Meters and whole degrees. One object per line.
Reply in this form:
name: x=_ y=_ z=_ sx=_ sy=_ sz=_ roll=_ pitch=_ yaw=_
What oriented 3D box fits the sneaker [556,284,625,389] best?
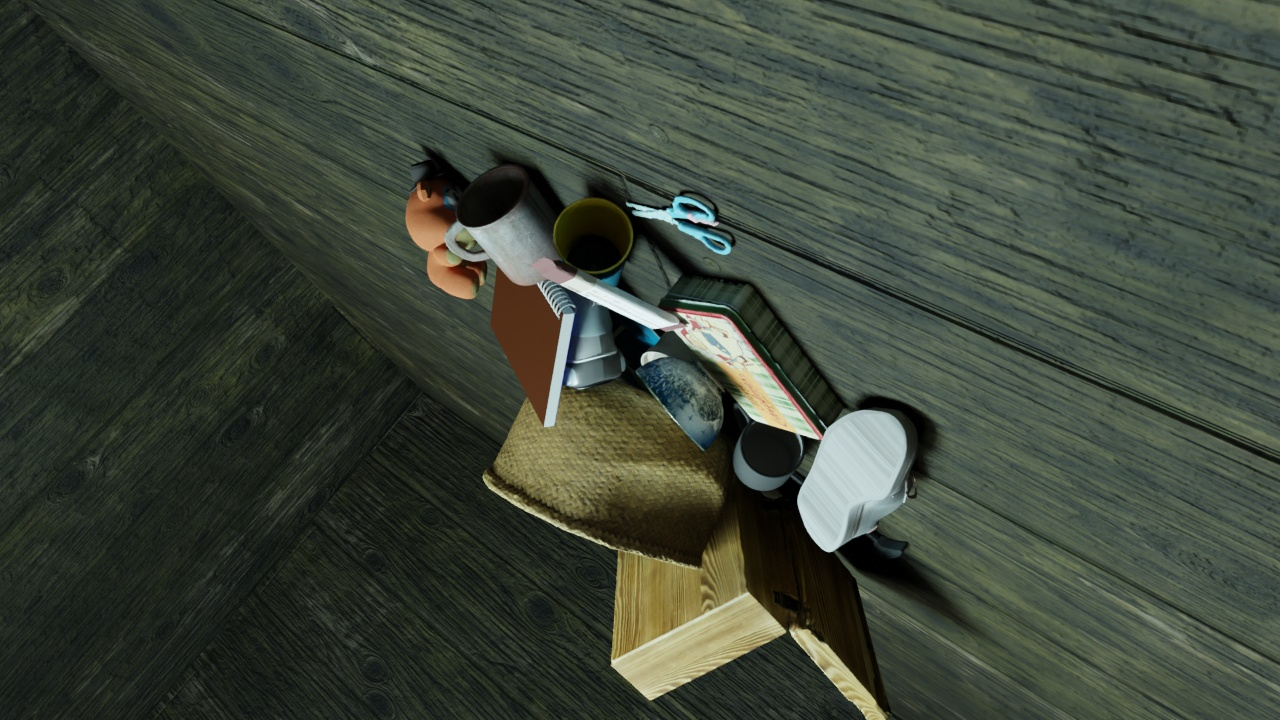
sneaker: x=-0.107 y=-0.072 z=1.148 sx=0.257 sy=0.093 sz=0.160 roll=33 pitch=132 yaw=55

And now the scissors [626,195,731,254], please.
scissors: x=0.035 y=-0.125 z=0.836 sx=0.076 sy=0.015 sz=0.141 roll=45 pitch=170 yaw=-31

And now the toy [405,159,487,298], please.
toy: x=-0.247 y=-0.165 z=1.158 sx=0.176 sy=0.096 sz=0.112 roll=60 pitch=-168 yaw=-19

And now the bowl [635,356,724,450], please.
bowl: x=0.054 y=0.036 z=0.985 sx=0.114 sy=0.061 sz=0.114 roll=50 pitch=-178 yaw=-3

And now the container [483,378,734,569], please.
container: x=-0.033 y=0.132 z=1.231 sx=0.307 sy=0.196 sz=0.307 roll=23 pitch=175 yaw=2

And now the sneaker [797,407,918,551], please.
sneaker: x=0.243 y=0.113 z=0.952 sx=0.099 sy=0.089 sz=0.237 roll=55 pitch=152 yaw=25

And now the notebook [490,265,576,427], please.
notebook: x=-0.135 y=-0.053 z=1.103 sx=0.209 sy=0.022 sz=0.172 roll=56 pitch=143 yaw=43

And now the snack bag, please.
snack bag: x=-0.031 y=-0.064 z=0.897 sx=0.158 sy=0.013 sz=0.057 roll=25 pitch=169 yaw=-18

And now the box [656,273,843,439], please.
box: x=0.114 y=-0.002 z=0.939 sx=0.118 sy=0.050 sz=0.205 roll=19 pitch=158 yaw=52

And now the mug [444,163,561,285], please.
mug: x=-0.150 y=-0.140 z=1.007 sx=0.110 sy=0.123 sz=0.096 roll=54 pitch=-160 yaw=-41

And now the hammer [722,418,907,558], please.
hammer: x=0.221 y=0.165 z=1.257 sx=0.325 sy=0.015 sz=0.095 roll=37 pitch=165 yaw=3

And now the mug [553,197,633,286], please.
mug: x=-0.048 y=-0.110 z=0.949 sx=0.078 sy=0.078 sz=0.121 roll=37 pitch=170 yaw=5

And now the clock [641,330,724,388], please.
clock: x=0.055 y=0.012 z=1.097 sx=0.103 sy=0.061 sz=0.157 roll=37 pitch=158 yaw=2

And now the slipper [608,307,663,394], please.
slipper: x=-0.007 y=0.007 z=1.231 sx=0.118 sy=0.060 sz=0.295 roll=30 pitch=164 yaw=15

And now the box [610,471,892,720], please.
box: x=0.171 y=0.371 z=1.350 sx=0.336 sy=0.287 sz=0.278 roll=47 pitch=-158 yaw=-21

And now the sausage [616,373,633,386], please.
sausage: x=-0.006 y=0.046 z=1.420 sx=0.155 sy=0.020 sz=0.020 roll=36 pitch=165 yaw=6

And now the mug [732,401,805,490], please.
mug: x=0.148 y=0.100 z=1.134 sx=0.113 sy=0.078 sz=0.088 roll=62 pitch=171 yaw=16
